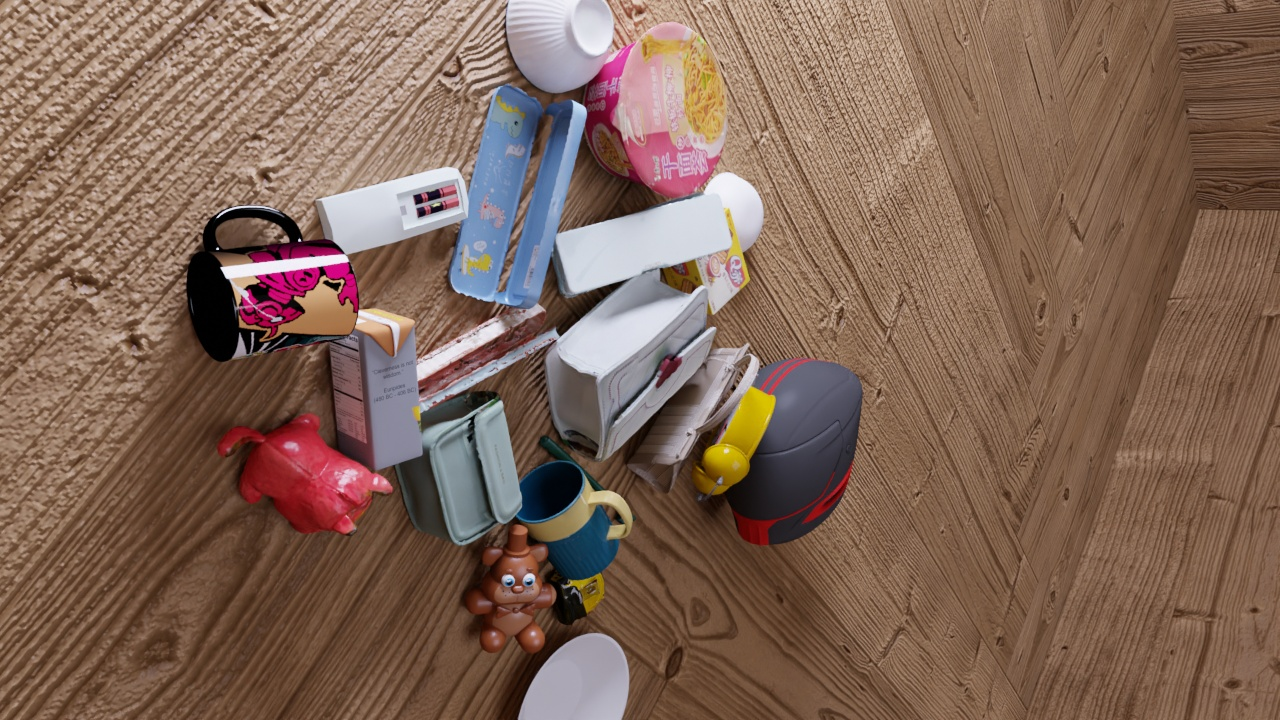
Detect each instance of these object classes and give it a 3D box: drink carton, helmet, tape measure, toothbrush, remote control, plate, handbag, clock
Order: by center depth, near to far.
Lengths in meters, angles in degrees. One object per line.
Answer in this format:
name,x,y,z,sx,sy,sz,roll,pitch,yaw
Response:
drink carton,-0.228,0.023,0.787,0.048,0.076,0.125,-17,114,-45
remote control,-0.211,-0.133,0.810,0.143,0.024,0.049,-27,117,-42
handbag,-0.168,0.102,0.874,0.105,0.067,0.122,-29,118,-43
handbag,-0.006,0.006,1.003,0.198,0.096,0.142,-44,145,-35
tape measure,-0.069,0.256,1.034,0.064,0.037,0.066,-29,118,-40
toothbrush,-0.058,0.141,1.040,0.190,0.016,0.017,49,64,-41
plate,-0.086,0.390,1.042,0.173,0.036,0.174,-12,106,-46
handbag,0.081,0.050,1.045,0.062,0.198,0.175,36,66,-7
clock,0.104,0.094,1.054,0.052,0.114,0.151,29,68,-1
helmet,0.191,0.094,1.192,0.264,0.164,0.170,-49,131,-29

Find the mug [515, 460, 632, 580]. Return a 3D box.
mug,-0.063,0.170,0.968,0.083,0.114,0.107,-73,146,-47

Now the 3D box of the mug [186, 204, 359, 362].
mug,-0.289,-0.065,0.707,0.098,0.082,0.118,-16,81,-45

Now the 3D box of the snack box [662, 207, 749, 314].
snack box,0.074,-0.120,1.098,0.083,0.061,0.106,-43,127,-33

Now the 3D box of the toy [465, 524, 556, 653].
toy,-0.128,0.232,0.932,0.094,0.065,0.128,1,112,-21

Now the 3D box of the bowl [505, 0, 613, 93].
bowl,-0.068,-0.326,0.901,0.117,0.062,0.118,-11,106,-46

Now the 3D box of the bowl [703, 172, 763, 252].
bowl,0.124,-0.181,1.157,0.109,0.041,0.110,-12,106,-46

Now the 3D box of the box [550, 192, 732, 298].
box,0.001,-0.128,0.982,0.198,0.066,0.083,-20,122,-19

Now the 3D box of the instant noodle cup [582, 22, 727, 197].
instant noodle cup,0.010,-0.266,0.989,0.178,0.078,0.179,-11,105,-47

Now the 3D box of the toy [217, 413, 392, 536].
toy,-0.270,0.088,0.738,0.133,0.094,0.088,47,64,-41

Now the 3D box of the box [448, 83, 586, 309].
box,-0.115,-0.157,0.876,0.077,0.074,0.209,16,85,-44

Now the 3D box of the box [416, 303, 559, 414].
box,-0.154,0.007,0.880,0.187,0.062,0.058,-34,166,-37
